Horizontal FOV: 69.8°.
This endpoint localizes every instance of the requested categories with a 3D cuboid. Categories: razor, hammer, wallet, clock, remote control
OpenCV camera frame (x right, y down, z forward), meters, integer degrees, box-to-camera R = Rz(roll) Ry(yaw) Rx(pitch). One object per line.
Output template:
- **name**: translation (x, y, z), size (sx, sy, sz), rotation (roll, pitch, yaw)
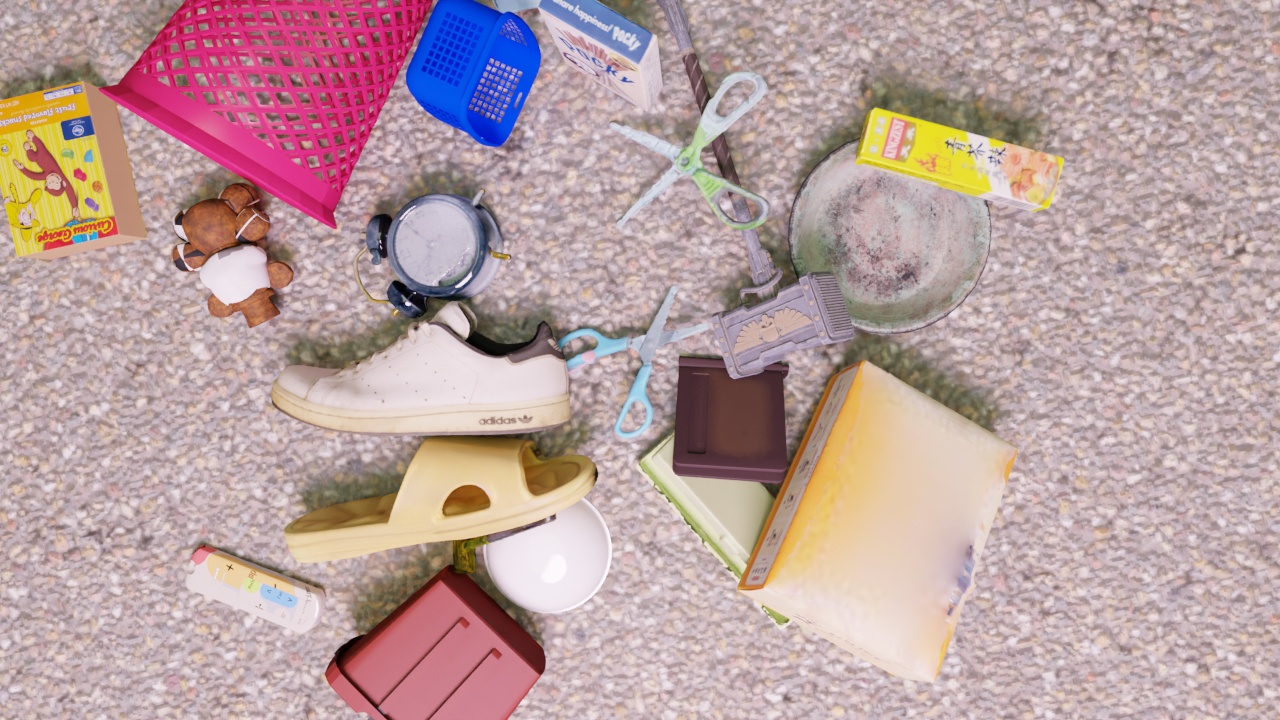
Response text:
- **razor**: translation (-0.110, 0.138, 0.739), size (0.106, 0.026, 0.042), rotation (-24, 58, 30)
- **hammer**: translation (0.068, -0.153, 0.726), size (0.099, 0.044, 0.322), rotation (-23, 81, 39)
- **wallet**: translation (0.073, 0.042, 0.728), size (0.091, 0.018, 0.115), rotation (4, 49, 3)
- **clock**: translation (-0.173, -0.088, 0.752), size (0.129, 0.052, 0.090), rotation (-22, 92, 8)
- **remote control**: translation (-0.333, 0.197, 0.792), size (0.125, 0.018, 0.038), rotation (20, 94, 3)

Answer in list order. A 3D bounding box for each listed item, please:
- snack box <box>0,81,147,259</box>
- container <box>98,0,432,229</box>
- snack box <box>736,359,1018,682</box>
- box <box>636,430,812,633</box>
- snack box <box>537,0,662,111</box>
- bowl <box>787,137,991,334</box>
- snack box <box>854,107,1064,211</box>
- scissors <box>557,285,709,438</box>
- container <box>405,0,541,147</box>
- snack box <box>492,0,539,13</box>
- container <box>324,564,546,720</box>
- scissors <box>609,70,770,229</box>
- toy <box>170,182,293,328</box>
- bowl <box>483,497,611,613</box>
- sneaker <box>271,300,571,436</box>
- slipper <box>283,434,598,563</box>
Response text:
- **snack box**: translation (-0.480, -0.156, 0.766), size (0.088, 0.040, 0.126), rotation (-12, 93, 3)
- **container**: translation (-0.256, -0.244, 0.694), size (0.183, 0.183, 0.225), rotation (30, 87, 1)
- **snack box**: translation (0.185, 0.119, 0.692), size (0.145, 0.081, 0.195), rotation (29, 71, -4)
- **box**: translation (0.084, 0.132, 0.752), size (0.077, 0.089, 0.188), rotation (-42, 88, -16)
- **snack box**: translation (-0.025, -0.232, 0.685), size (0.082, 0.150, 0.026), rotation (31, 95, 1)
- **bowl**: translation (0.196, -0.100, 0.737), size (0.157, 0.038, 0.157), rotation (0, 93, 3)
- **snack box**: translation (0.240, -0.152, 0.697), size (0.148, 0.029, 0.040), rotation (15, 94, 2)
- **scissors**: translation (-0.004, 0.006, 0.751), size (0.136, 0.015, 0.125), rotation (-16, 79, 18)
- **container**: translation (-0.130, -0.225, 0.711), size (0.058, 0.114, 0.096), rotation (26, 94, 7)
- **snack box**: translation (-0.040, -0.336, 0.725), size (0.175, 0.053, 0.075), rotation (-11, 84, 3)
- **container**: translation (-0.187, 0.280, 0.735), size (0.148, 0.127, 0.200), rotation (44, 84, 0)
- **scissors**: translation (0.040, -0.161, 0.717), size (0.171, 0.023, 0.169), rotation (35, 118, 28)
- **toy**: translation (-0.336, -0.083, 0.757), size (0.087, 0.067, 0.112), rotation (-26, 101, 4)
- **bowl**: translation (-0.080, 0.163, 0.765), size (0.110, 0.040, 0.110), rotation (0, 93, 3)
- **sneaker**: translation (-0.176, 0.003, 0.736), size (0.241, 0.089, 0.102), rotation (2, 99, -1)
- **slipper**: translation (-0.164, 0.098, 0.737), size (0.263, 0.099, 0.078), rotation (-14, 97, 8)
